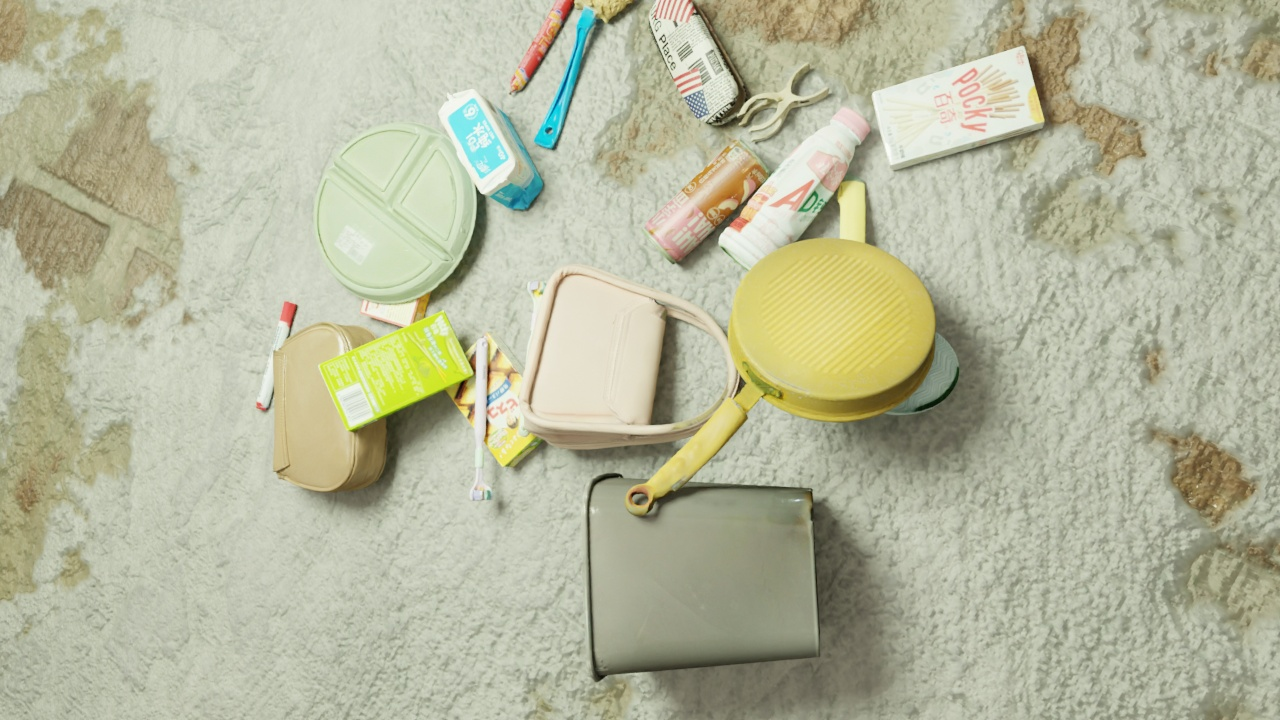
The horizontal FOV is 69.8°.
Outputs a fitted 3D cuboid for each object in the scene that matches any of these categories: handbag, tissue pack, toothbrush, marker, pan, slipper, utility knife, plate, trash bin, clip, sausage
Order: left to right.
[{"bbox_3d":[-0.476,-0.006,1.197,0.017,0.017,0.145,15,90,18],"label":"marker"},{"bbox_3d":[-0.378,0.059,1.122,0.148,0.099,0.204,-5,83,24],"label":"handbag"},{"bbox_3d":[-0.307,-0.184,1.125,0.230,0.027,0.230,-2,83,19],"label":"plate"},{"bbox_3d":[-0.185,0.067,1.065,0.021,0.029,0.189,-9,80,55],"label":"toothbrush"},{"bbox_3d":[-0.178,-0.248,1.086,0.063,0.090,0.140,-32,77,12],"label":"tissue pack"},{"bbox_3d":[-0.126,-0.003,1.062,0.029,0.020,0.189,8,71,-12],"label":"toothbrush"},{"bbox_3d":[-0.118,-0.390,1.116,0.020,0.020,0.156,33,96,17],"label":"sausage"},{"bbox_3d":[-0.006,0.006,1.010,0.234,0.093,0.193,8,74,6],"label":"handbag"},{"bbox_3d":[0.067,0.210,0.926,0.220,0.198,0.199,-3,85,10],"label":"trash bin"},{"bbox_3d":[0.123,0.020,0.870,0.356,0.078,0.197,-36,60,-18],"label":"pan"},{"bbox_3d":[0.150,-0.292,1.017,0.103,0.034,0.076,-44,75,5],"label":"clip"},{"bbox_3d":[0.203,-0.006,0.949,0.246,0.074,0.103,26,67,34],"label":"slipper"},{"bbox_3d":[0.220,-0.126,0.961,0.031,0.019,0.176,1,60,14],"label":"utility knife"}]

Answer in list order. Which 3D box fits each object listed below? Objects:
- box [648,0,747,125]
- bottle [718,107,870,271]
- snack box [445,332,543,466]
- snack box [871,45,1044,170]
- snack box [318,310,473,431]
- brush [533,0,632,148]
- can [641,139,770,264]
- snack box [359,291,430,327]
[{"bbox_3d":[0.056,-0.341,1.028,0.075,0.076,0.163,-28,80,19],"label":"box"},{"bbox_3d":[0.169,-0.182,0.986,0.068,0.068,0.197,40,93,16],"label":"bottle"},{"bbox_3d":[-0.167,0.046,1.088,0.087,0.033,0.140,-42,77,11],"label":"snack box"},{"bbox_3d":[0.330,-0.262,0.960,0.157,0.027,0.084,-14,81,17],"label":"snack box"},{"bbox_3d":[-0.281,0.012,1.061,0.156,0.026,0.086,-26,87,-10],"label":"snack box"},{"bbox_3d":[-0.069,-0.375,1.093,0.083,0.045,0.255,24,96,14],"label":"brush"},{"bbox_3d":[0.072,-0.175,1.017,0.147,0.058,0.058,-42,75,10],"label":"can"},{"bbox_3d":[-0.292,-0.122,1.143,0.077,0.027,0.156,17,91,18],"label":"snack box"}]
